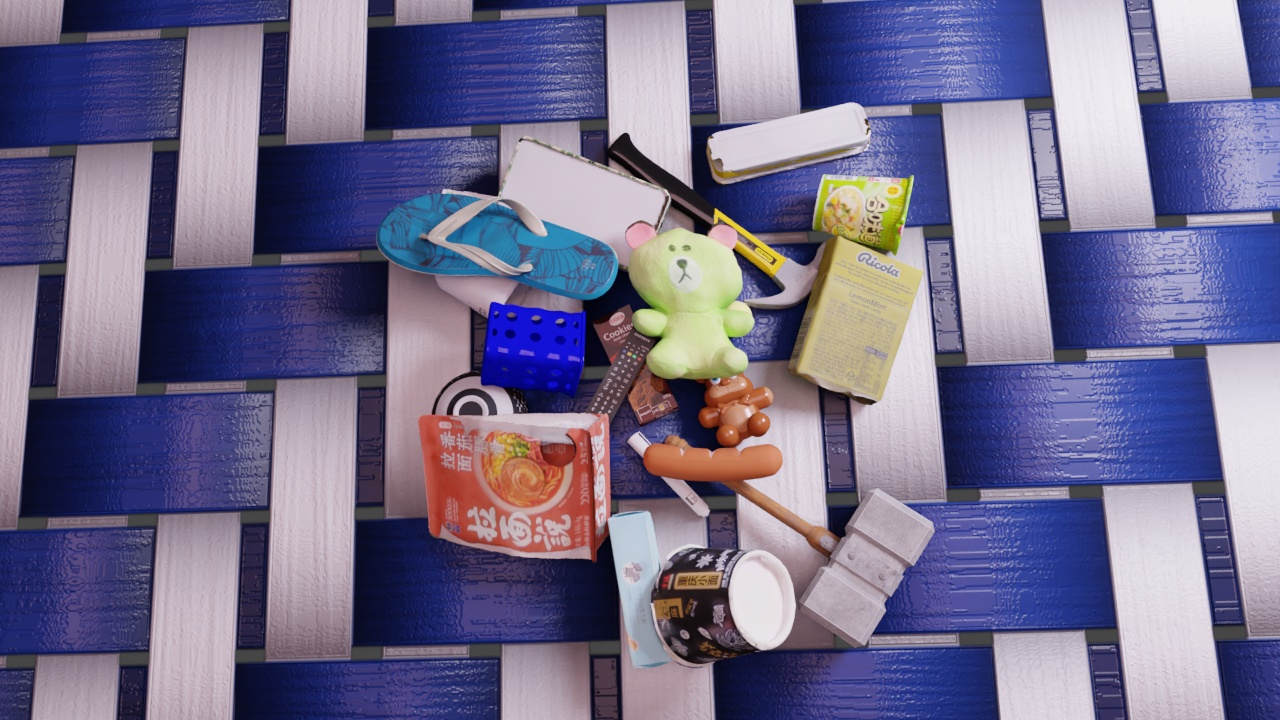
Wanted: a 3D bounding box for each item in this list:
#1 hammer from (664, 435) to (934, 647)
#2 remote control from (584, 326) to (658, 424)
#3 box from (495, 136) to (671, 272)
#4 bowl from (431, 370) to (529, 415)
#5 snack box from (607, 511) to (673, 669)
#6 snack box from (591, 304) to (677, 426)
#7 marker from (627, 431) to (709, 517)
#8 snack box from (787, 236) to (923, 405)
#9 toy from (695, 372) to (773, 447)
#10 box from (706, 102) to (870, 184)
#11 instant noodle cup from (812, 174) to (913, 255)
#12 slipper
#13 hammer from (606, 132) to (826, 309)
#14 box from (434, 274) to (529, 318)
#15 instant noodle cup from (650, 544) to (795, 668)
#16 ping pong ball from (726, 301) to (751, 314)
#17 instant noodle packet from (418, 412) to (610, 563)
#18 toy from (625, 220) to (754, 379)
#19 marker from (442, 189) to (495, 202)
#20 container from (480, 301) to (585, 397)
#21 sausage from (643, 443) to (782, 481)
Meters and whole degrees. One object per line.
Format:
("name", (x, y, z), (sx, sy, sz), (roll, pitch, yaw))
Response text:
("hammer", (0.161, 0.177, 1.084), (0.318, 0.083, 0.162), (32, 83, 16))
("remote control", (-0.025, 0.023, 1.110), (0.033, 0.015, 0.146), (28, 82, 7))
("box", (-0.072, -0.194, 1.151), (0.205, 0.051, 0.117), (20, 94, 2))
("bowl", (-0.200, 0.068, 1.119), (0.120, 0.066, 0.120), (-1, 80, 3))
("snack box", (0.001, 0.263, 1.069), (0.053, 0.075, 0.174), (-11, 80, 0))
("snack box", (-0.007, 0.007, 1.138), (0.051, 0.032, 0.141), (-25, 79, -2))
("marker", (0.036, 0.139, 1.119), (0.020, 0.017, 0.133), (-44, 81, -7))
("snack box", (0.259, -0.046, 1.119), (0.121, 0.045, 0.180), (20, 84, -10))
("toy", (0.109, 0.039, 1.112), (0.095, 0.065, 0.127), (-20, 74, 4))
("box", (0.190, -0.279, 1.183), (0.210, 0.037, 0.064), (-13, 74, 1))
("instant noodle cup", (0.273, -0.187, 1.133), (0.108, 0.099, 0.099), (12, 80, 14))
("slipper", (-0.170, -0.145, 1.087), (0.295, 0.060, 0.118), (14, 63, 6))
("hammer", (0.089, -0.182, 1.171), (0.323, 0.029, 0.127), (38, 84, 10))
("box", (-0.162, -0.106, 1.144), (0.156, 0.084, 0.125), (35, 77, 7))
("instant noodle cup", (0.097, 0.266, 1.014), (0.137, 0.113, 0.137), (16, 64, -37))
("ping pong ball", (0.118, -0.054, 1.139), (0.040, 0.040, 0.040), (-1, 80, 3))
("instant noodle packet", (-0.150, 0.142, 1.081), (0.221, 0.083, 0.164), (3, 109, 11))
("toy", (0.059, -0.067, 1.093), (0.150, 0.107, 0.196), (-2, 65, 3))
("marker", (-0.186, -0.204, 1.193), (0.145, 0.017, 0.017), (10, 80, 4))
("container", (-0.129, -0.014, 1.099), (0.113, 0.085, 0.085), (7, 53, -10))
("sausage", (0.083, 0.119, 1.070), (0.164, 0.039, 0.044), (-1, 72, 16))
